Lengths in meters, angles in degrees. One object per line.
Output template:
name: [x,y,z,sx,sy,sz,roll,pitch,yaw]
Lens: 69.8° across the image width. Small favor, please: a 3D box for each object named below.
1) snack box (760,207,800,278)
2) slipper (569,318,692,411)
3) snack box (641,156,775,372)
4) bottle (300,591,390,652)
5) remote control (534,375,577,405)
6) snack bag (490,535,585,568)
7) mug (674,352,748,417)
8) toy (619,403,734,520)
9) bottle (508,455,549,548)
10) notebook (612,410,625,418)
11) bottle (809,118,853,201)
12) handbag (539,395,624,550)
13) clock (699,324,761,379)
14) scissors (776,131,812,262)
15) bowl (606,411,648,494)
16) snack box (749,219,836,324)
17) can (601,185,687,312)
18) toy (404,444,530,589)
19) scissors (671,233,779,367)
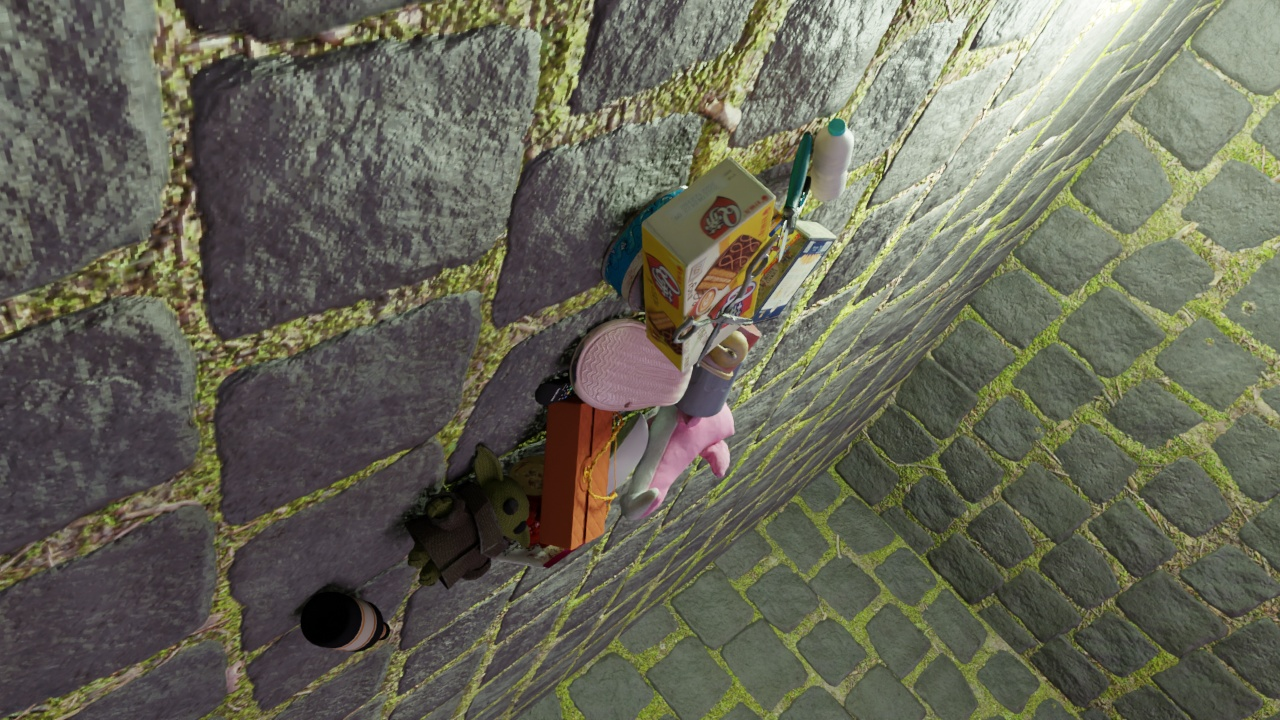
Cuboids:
snack box: [0.134,-0.142,1.095,0.088,0.040,0.125,-47,161,10]
slipper: [-0.006,0.006,1.079,0.221,0.056,0.107,9,97,-55]
snack box: [0.062,-0.085,0.893,0.110,0.061,0.230,-39,161,-15]
bottle: [-0.334,0.311,1.078,0.059,0.059,0.182,-40,161,-10]
remote control: [-0.067,0.023,1.076,0.146,0.015,0.033,-18,149,-53]
snack bag: [-0.153,0.248,1.220,0.070,0.016,0.197,-30,-165,-38]
mug: [0.096,0.000,1.239,0.123,0.084,0.104,-59,173,-46]
toy: [0.067,0.126,1.332,0.265,0.128,0.187,-59,-171,-20]
bottle: [-0.130,0.178,1.168,0.098,0.099,0.111,-31,138,-33]
notebook: [0.044,-0.009,1.239,0.206,0.016,0.149,-30,156,-36]
bottle: [0.223,-0.236,1.072,0.044,0.044,0.136,-41,161,-9]
handbag: [-0.064,0.131,1.110,0.108,0.060,0.172,-7,103,-65]
clock: [0.084,-0.043,1.074,0.081,0.117,0.158,-52,180,13]
scissors: [0.174,-0.188,1.027,0.154,0.019,0.125,-56,155,-54]
bowl: [-0.032,0.142,1.283,0.149,0.043,0.149,-51,-177,4]
snack box: [0.190,-0.119,1.234,0.145,0.042,0.144,-55,164,20]
can: [0.024,-0.111,0.927,0.129,0.044,0.130,-38,161,-16]
toy: [-0.196,0.193,1.050,0.152,0.078,0.179,-34,133,-21]
scissors: [0.086,-0.052,0.892,0.141,0.014,0.176,-20,148,-45]
